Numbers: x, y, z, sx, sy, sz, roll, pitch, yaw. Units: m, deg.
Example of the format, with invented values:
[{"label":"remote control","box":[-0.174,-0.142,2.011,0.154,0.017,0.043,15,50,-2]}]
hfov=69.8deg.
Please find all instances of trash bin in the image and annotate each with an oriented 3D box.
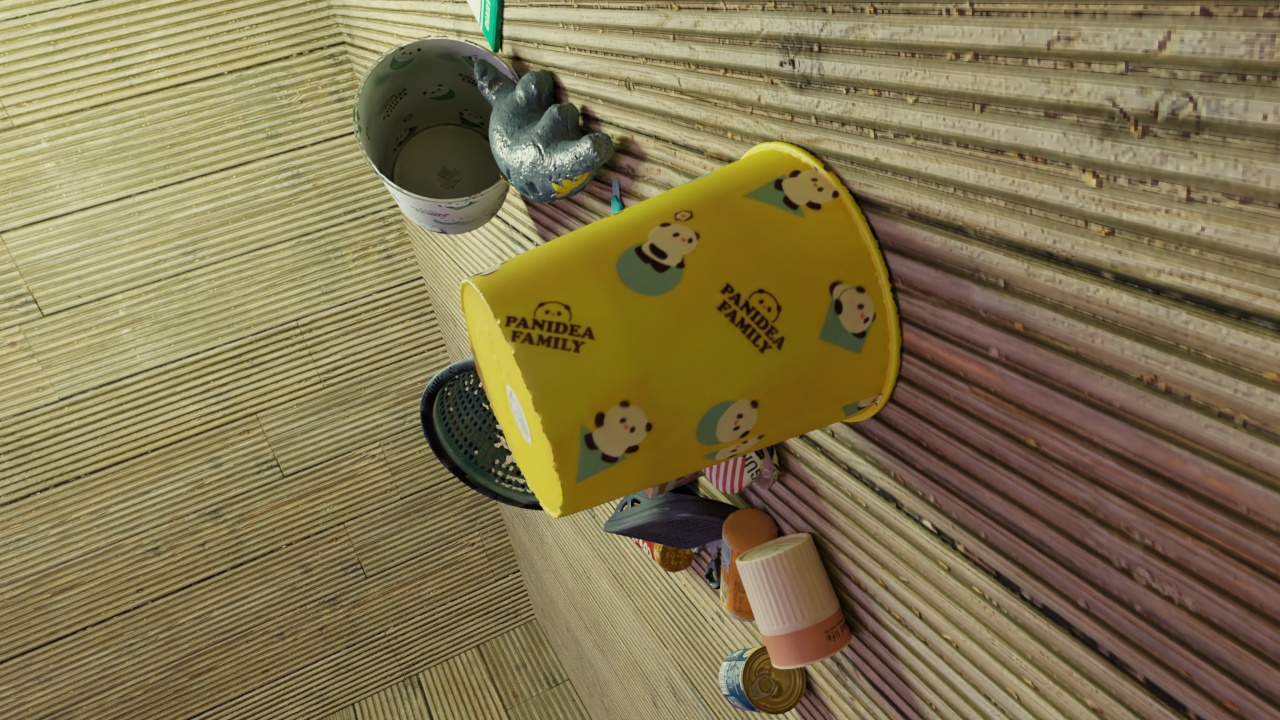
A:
[{"label":"trash bin","box":[-0.112,0.026,1.058,0.194,0.227,0.227,-72,-20,-48]},{"label":"trash bin","box":[-0.276,-0.299,1.316,0.252,0.229,0.229,140,108,-78]},{"label":"trash bin","box":[0.018,-0.016,0.684,0.229,0.255,0.230,56,158,35]}]

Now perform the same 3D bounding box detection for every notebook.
[{"label":"notebook","box":[-0.210,-0.521,1.181,0.150,0.012,0.209,63,162,14]}]

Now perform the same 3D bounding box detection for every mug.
[{"label":"mug","box":[0.150,0.229,0.899,0.114,0.082,0.106,-7,-104,-77]}]

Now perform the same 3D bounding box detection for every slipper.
[{"label":"slipper","box":[0.044,0.178,1.124,0.269,0.110,0.083,148,137,-63]}]

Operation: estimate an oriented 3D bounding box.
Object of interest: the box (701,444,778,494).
[{"label":"box","box":[0.069,0.062,0.913,0.163,0.086,0.076,59,150,33]}]

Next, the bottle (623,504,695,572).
[{"label":"bottle","box":[0.020,0.251,1.331,0.175,0.057,0.057,22,131,67]}]

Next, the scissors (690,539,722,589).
[{"label":"scissors","box":[0.096,0.241,1.171,0.165,0.014,0.163,23,131,63]}]

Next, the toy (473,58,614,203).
[{"label":"toy","box":[-0.124,-0.265,1.098,0.356,0.091,0.138,48,141,44]}]

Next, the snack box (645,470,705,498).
[{"label":"snack box","box":[0.038,0.087,1.021,0.077,0.092,0.094,60,161,26]}]

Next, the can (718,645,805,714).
[{"label":"can","box":[0.141,0.378,1.087,0.075,0.075,0.111,64,163,13]}]

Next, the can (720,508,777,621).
[{"label":"can","box":[0.117,0.226,1.006,0.058,0.058,0.146,54,158,40]}]

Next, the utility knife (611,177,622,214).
[{"label":"utility knife","box":[-0.022,-0.134,1.075,0.029,0.013,0.175,46,149,46]}]
